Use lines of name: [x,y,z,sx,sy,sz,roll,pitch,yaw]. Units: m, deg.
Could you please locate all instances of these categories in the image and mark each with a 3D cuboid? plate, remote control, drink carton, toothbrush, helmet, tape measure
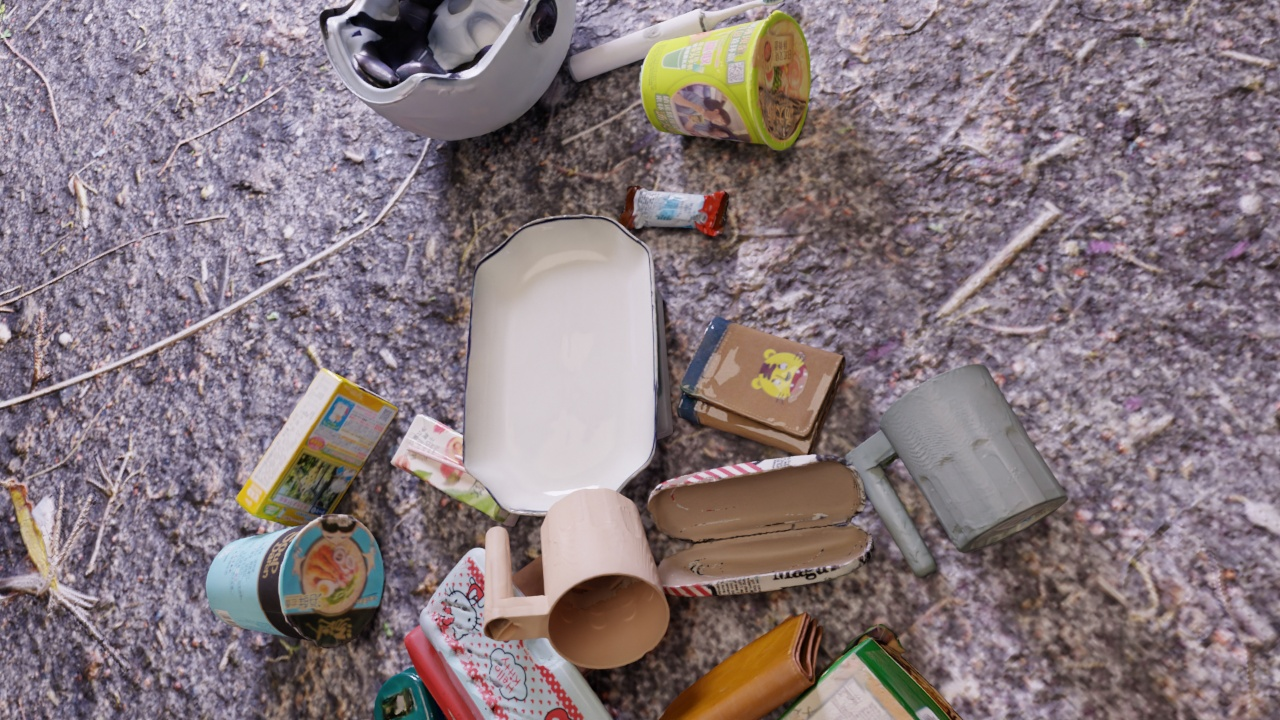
plate: [-0.063,0.002,0.763,0.162,0.034,0.265,-5,67,9]
remote control: [-0.005,0.005,0.781,0.056,0.019,0.135,-11,66,19]
drink carton: [-0.153,0.094,0.795,0.123,0.045,0.053,22,79,28]
toothbrush: [0.034,-0.316,0.885,0.221,0.026,0.026,-14,75,18]
helmet: [-0.164,-0.320,0.905,0.229,0.146,0.258,30,76,28]
tape measure: [-0.191,0.284,0.749,0.054,0.025,0.058,-32,60,8]

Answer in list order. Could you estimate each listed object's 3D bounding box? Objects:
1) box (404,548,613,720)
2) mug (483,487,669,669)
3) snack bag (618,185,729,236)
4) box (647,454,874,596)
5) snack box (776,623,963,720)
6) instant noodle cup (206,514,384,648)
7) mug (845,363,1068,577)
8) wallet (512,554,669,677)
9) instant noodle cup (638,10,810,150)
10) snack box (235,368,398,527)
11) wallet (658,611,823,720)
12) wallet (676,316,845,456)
box: [-0.099,0.253,0.665,0.201,0.069,0.158,44,127,30]
mug: [-0.049,0.153,0.653,0.124,0.084,0.103,-1,27,-9]
snack bag: [0.028,-0.133,0.817,0.105,0.026,0.045,9,83,27]
box: [0.083,0.125,0.663,0.162,0.075,0.086,-12,36,17]
snack box: [0.144,0.241,0.575,0.117,0.105,0.118,-44,61,1]
instant noodle cup: [-0.305,0.190,0.796,0.121,0.111,0.111,-8,67,30]
mug: [0.212,0.079,0.633,0.124,0.083,0.103,-45,57,33]
wallet: [-0.048,0.191,0.729,0.115,0.020,0.101,-39,62,2]
instant noodle cup: [0.069,-0.241,0.800,0.124,0.111,0.111,9,74,33]
snack box: [-0.291,0.084,0.834,0.034,0.087,0.140,26,82,28]
wallet: [0.063,0.220,0.617,0.131,0.119,0.035,-39,79,15]
wallet: [0.094,0.020,0.727,0.115,0.033,0.090,19,78,25]
